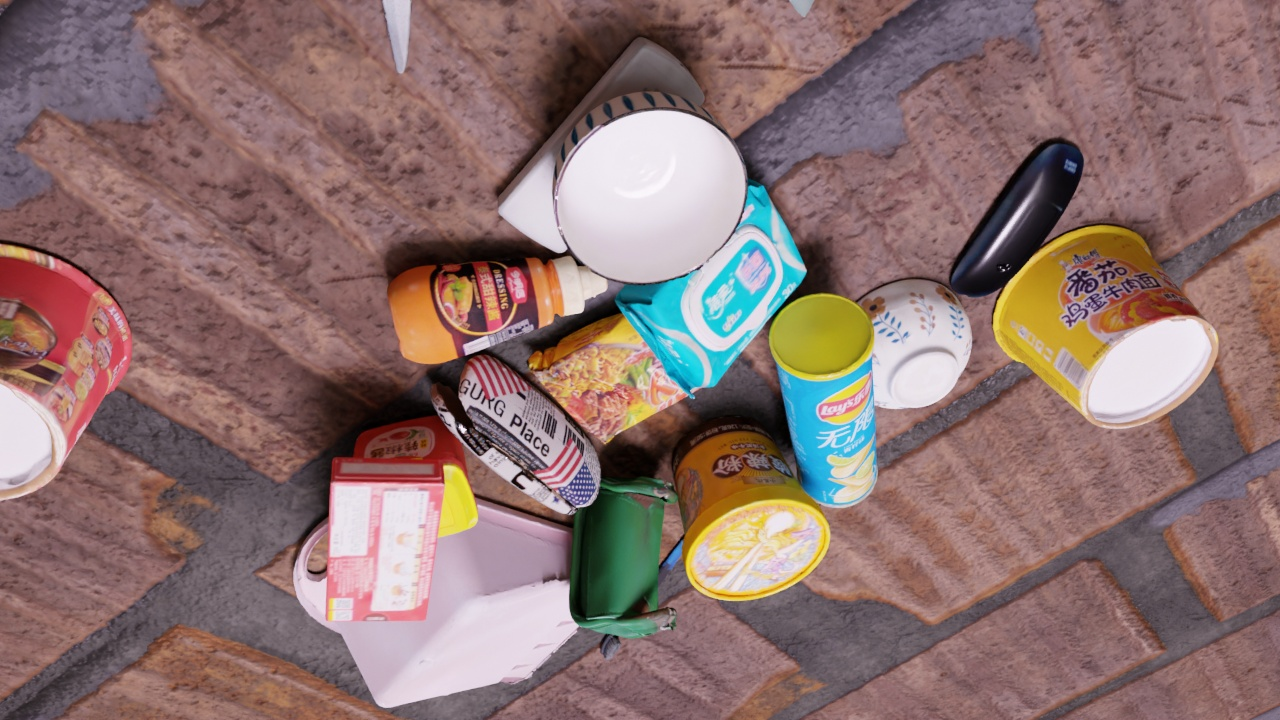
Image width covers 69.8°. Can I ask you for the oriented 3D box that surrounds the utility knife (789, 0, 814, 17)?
[{"bbox_3d":[0.124,-0.279,0.521,0.029,0.013,0.167,14,121,-25],"label":"utility knife"}]

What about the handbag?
[{"bbox_3d":[-0.008,0.162,0.759,0.068,0.131,0.120,12,165,-25],"label":"handbag"}]

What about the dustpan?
[{"bbox_3d":[-0.162,0.202,0.843,0.223,0.138,0.273,-47,152,22],"label":"dustpan"}]

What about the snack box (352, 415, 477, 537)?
[{"bbox_3d":[-0.175,0.092,0.703,0.091,0.080,0.082,-12,129,-4],"label":"snack box"}]

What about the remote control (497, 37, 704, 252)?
[{"bbox_3d":[-0.027,-0.136,0.593,0.058,0.021,0.150,32,115,-32],"label":"remote control"}]

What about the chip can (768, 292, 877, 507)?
[{"bbox_3d":[0.147,0.039,0.711,0.071,0.071,0.210,-20,143,2],"label":"chip can"}]

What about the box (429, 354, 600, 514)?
[{"bbox_3d":[-0.083,0.058,0.710,0.082,0.075,0.163,-39,125,4],"label":"box"}]

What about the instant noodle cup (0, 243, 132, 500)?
[{"bbox_3d":[-0.402,0.014,0.569,0.138,0.108,0.138,-7,130,-8],"label":"instant noodle cup"}]

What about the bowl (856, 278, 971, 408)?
[{"bbox_3d":[0.215,-0.003,0.734,0.113,0.062,0.114,-6,128,-8],"label":"bowl"}]

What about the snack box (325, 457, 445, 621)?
[{"bbox_3d":[-0.187,0.133,0.664,0.075,0.025,0.153,3,128,-17],"label":"snack box"}]

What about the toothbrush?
[{"bbox_3d":[0.006,0.235,0.905,0.014,0.016,0.190,13,124,-32],"label":"toothbrush"}]

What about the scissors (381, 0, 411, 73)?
[{"bbox_3d":[-0.123,-0.262,0.468,0.233,0.021,0.221,-18,130,0],"label":"scissors"}]

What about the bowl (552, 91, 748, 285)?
[{"bbox_3d":[0.001,-0.112,0.561,0.116,0.066,0.117,-7,129,-8],"label":"bowl"}]

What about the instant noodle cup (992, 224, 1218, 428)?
[{"bbox_3d":[0.369,-0.021,0.724,0.138,0.109,0.138,-7,128,-9],"label":"instant noodle cup"}]

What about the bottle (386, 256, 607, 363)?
[{"bbox_3d":[-0.095,-0.042,0.632,0.149,0.066,0.067,-13,130,-12],"label":"bottle"}]

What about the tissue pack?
[{"bbox_3d":[0.049,-0.050,0.631,0.133,0.050,0.093,-50,128,-12],"label":"tissue pack"}]

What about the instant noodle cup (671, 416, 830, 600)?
[{"bbox_3d":[0.083,0.118,0.764,0.118,0.114,0.119,-6,129,-8],"label":"instant noodle cup"}]

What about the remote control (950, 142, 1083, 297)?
[{"bbox_3d":[0.287,-0.100,0.696,0.053,0.024,0.137,11,125,-23],"label":"remote control"}]

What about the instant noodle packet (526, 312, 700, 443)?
[{"bbox_3d":[-0.004,0.004,0.699,0.128,0.044,0.111,-30,133,10],"label":"instant noodle packet"}]
